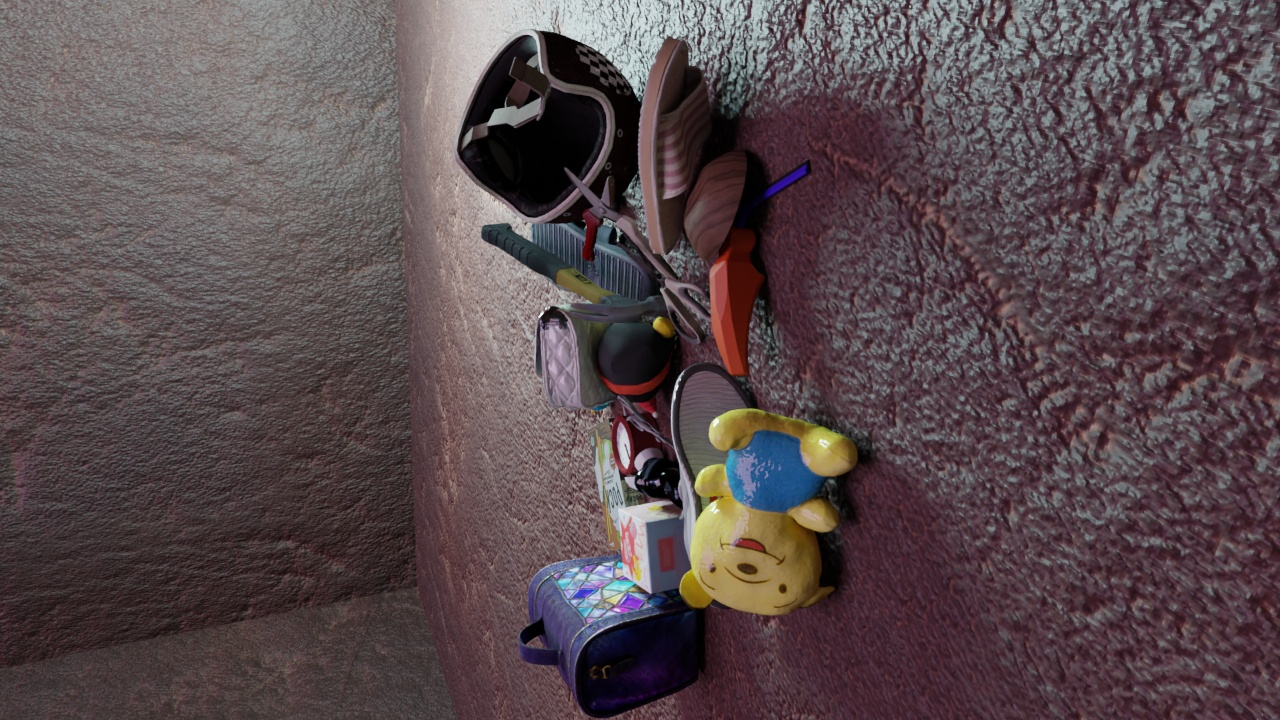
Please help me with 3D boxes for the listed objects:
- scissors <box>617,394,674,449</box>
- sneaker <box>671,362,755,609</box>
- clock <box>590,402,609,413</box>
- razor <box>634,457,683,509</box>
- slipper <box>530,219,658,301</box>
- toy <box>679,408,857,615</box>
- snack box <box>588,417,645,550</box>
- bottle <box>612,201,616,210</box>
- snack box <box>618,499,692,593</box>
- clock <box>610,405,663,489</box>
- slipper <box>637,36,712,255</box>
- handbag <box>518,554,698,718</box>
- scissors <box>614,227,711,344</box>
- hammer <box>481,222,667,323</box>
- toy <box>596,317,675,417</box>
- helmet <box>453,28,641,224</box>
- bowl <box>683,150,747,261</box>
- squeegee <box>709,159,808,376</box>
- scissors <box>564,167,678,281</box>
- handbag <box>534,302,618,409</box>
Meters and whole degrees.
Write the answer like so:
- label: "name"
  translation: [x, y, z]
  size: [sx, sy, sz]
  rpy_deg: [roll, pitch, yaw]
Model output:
- label: "scissors"
  translation: [0.019, 0.094, 1.159]
  size: [0.141, 0.014, 0.165]
  rpy_deg: [45, 169, -5]
- label: "sneaker"
  translation: [0.080, 0.136, 1.012]
  size: [0.129, 0.096, 0.263]
  rpy_deg: [120, 146, -76]
- label: "clock"
  translation: [-0.063, 0.022, 1.380]
  size: [0.130, 0.043, 0.099]
  rpy_deg: [-37, 62, 56]
- label: "razor"
  translation: [0.039, 0.156, 1.140]
  size: [0.141, 0.063, 0.053]
  rpy_deg: [-169, 72, -68]
- label: "slipper"
  translation: [-0.052, -0.137, 1.273]
  size: [0.264, 0.082, 0.101]
  rpy_deg: [29, 124, 40]
- label: "toy"
  translation: [0.122, 0.148, 0.874]
  size: [0.149, 0.083, 0.214]
  rpy_deg: [15, 112, 23]
- label: "snack box"
  translation: [-0.032, 0.183, 1.359]
  size: [0.101, 0.031, 0.186]
  rpy_deg: [146, 115, -65]
- label: "bottle"
  translation: [-0.063, -0.229, 1.298]
  size: [0.112, 0.047, 0.047]
  rpy_deg: [-140, 48, -59]
- label: "snack box"
  translation: [0.025, 0.236, 1.175]
  size: [0.095, 0.079, 0.093]
  rpy_deg: [-173, 77, -68]
- label: "clock"
  translation: [-0.004, 0.124, 1.260]
  size: [0.087, 0.044, 0.124]
  rpy_deg: [117, 142, -53]
- label: "slipper"
  translation: [0.041, -0.219, 0.987]
  size: [0.263, 0.052, 0.114]
  rpy_deg: [88, -157, -52]
- label: "handbag"
  translation: [-0.051, 0.355, 1.208]
  size: [0.205, 0.221, 0.125]
  rpy_deg: [-151, 57, -64]
- label: "scissors"
  translation: [0.030, -0.082, 1.073]
  size: [0.163, 0.012, 0.154]
  rpy_deg: [24, 142, 38]
- label: "hammer"
  translation: [-0.114, -0.121, 1.214]
  size: [0.333, 0.117, 0.025]
  rpy_deg: [33, 125, 43]
- label: "toy"
  translation: [-0.007, 0.007, 1.174]
  size: [0.098, 0.099, 0.119]
  rpy_deg: [17, 141, 26]
- label: "helmet"
  translation: [-0.113, -0.291, 1.136]
  size: [0.234, 0.253, 0.233]
  rpy_deg: [-35, 44, 37]
- label: "bowl"
  translation: [0.071, -0.165, 0.952]
  size: [0.119, 0.032, 0.119]
  rpy_deg: [-165, 91, -78]
- label: "squeegee"
  translation: [0.097, -0.077, 0.942]
  size: [0.250, 0.055, 0.184]
  rpy_deg: [159, 111, -67]
- label: "scissors"
  translation: [-0.025, -0.153, 1.103]
  size: [0.015, 0.179, 0.200]
  rpy_deg: [-60, 3, -24]
- label: "handbag"
  translation: [-0.076, -0.009, 1.228]
  size: [0.194, 0.072, 0.139]
  rpy_deg: [-14, -80, -70]
